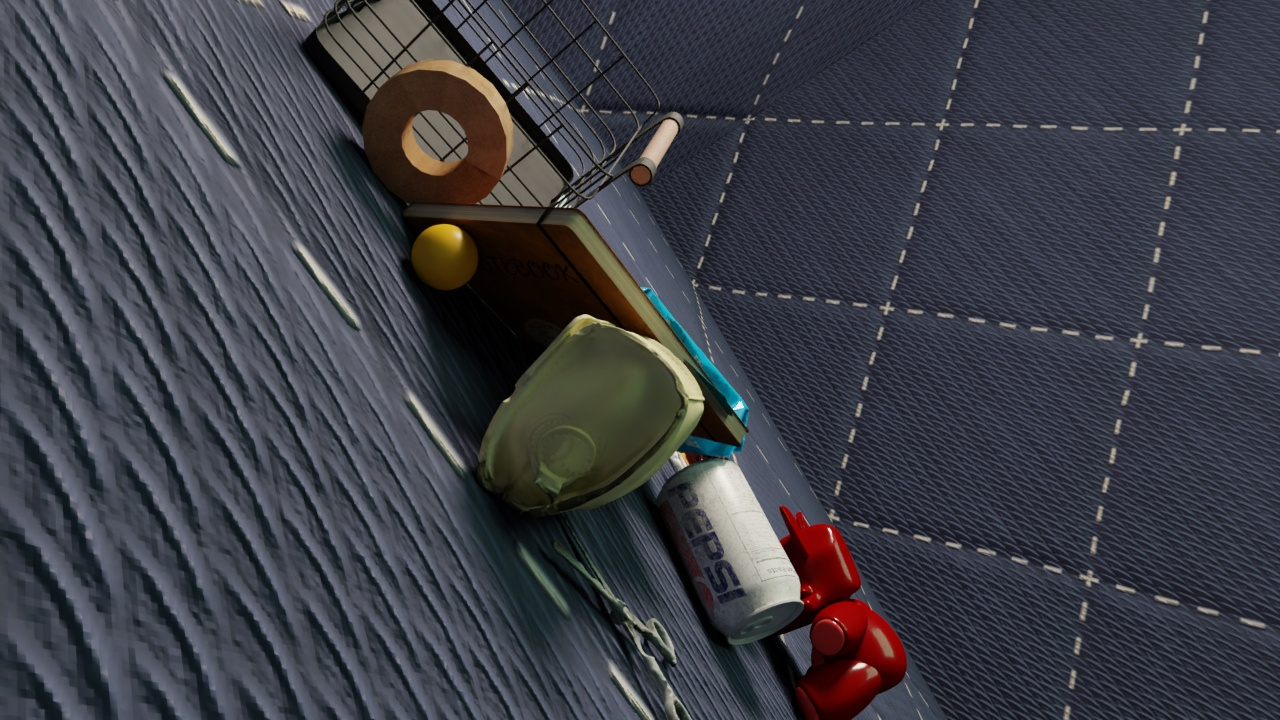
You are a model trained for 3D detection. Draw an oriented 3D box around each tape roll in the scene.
[{"bbox_3d":[-0.132,-0.146,0.601,0.094,0.094,0.027,54,20,-24],"label":"tape roll"}]

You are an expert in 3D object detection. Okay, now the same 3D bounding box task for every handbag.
[{"bbox_3d":[-0.025,0.035,0.505,0.081,0.111,0.119,44,4,8],"label":"handbag"}]

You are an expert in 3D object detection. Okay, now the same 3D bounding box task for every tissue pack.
[{"bbox_3d":[-0.004,0.004,0.747,0.117,0.066,0.209,8,-29,45],"label":"tissue pack"}]

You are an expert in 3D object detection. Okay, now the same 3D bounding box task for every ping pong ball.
[{"bbox_3d":[-0.119,-0.063,0.560,0.040,0.040,0.040,56,9,-13],"label":"ping pong ball"}]

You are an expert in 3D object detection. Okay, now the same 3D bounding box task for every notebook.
[{"bbox_3d":[-0.030,-0.016,0.628,0.179,0.014,0.249,11,-29,41],"label":"notebook"}]

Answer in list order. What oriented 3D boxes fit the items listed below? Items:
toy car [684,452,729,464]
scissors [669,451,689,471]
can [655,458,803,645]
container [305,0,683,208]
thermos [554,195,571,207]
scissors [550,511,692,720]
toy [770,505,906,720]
[{"bbox_3d":[0.075,0.145,0.853,0.070,0.062,0.169,49,12,-45],"label":"toy car"},{"bbox_3d":[0.028,0.082,0.992,0.131,0.012,0.073,60,8,13],"label":"scissors"},{"bbox_3d":[0.072,0.153,0.747,0.078,0.078,0.136,45,15,-55],"label":"can"},{"bbox_3d":[-0.100,-0.214,0.677,0.241,0.131,0.162,48,33,-18],"label":"container"},{"bbox_3d":[-0.114,-0.163,0.874,0.207,0.065,0.078,59,10,4],"label":"thermos"},{"bbox_3d":[-0.002,0.157,0.515,0.171,0.014,0.141,59,5,37],"label":"scissors"},{"bbox_3d":[0.174,0.241,0.889,0.158,0.121,0.197,29,40,-68],"label":"toy"}]
